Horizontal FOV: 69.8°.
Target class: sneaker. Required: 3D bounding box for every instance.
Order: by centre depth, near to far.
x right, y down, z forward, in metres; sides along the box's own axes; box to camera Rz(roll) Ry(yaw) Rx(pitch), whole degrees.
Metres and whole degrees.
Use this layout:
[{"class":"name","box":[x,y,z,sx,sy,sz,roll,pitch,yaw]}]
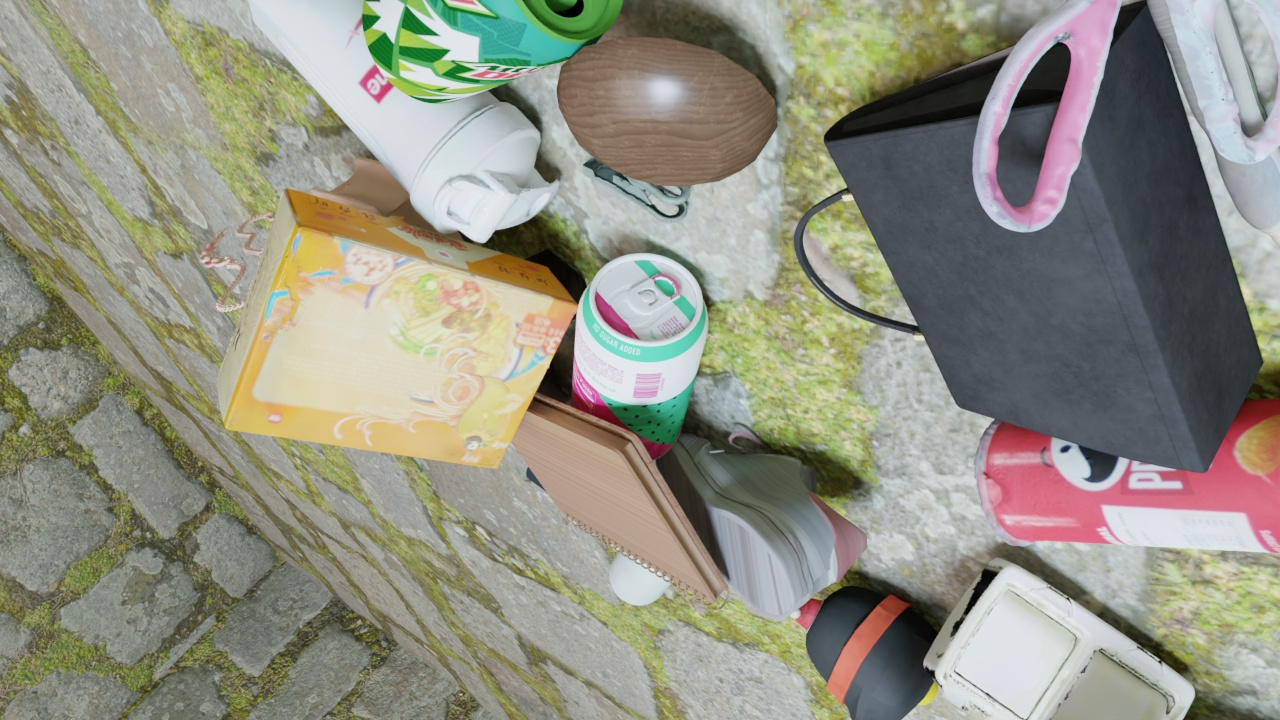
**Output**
[{"class":"sneaker","box":[0.087,0.107,0.701,0.236,0.089,0.099,-142,40,-61]}]

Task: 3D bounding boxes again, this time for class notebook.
[{"class":"notebook","box":[-0.034,0.097,0.703,0.211,0.022,0.169,17,144,52]}]

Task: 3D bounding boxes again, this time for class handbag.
[{"class":"handbag","box":[0.151,-0.046,0.435,0.196,0.072,0.176,3,133,54]},{"class":"handbag","box":[-0.237,-0.068,0.732,0.199,0.186,0.117,24,149,50]}]

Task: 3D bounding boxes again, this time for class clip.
[{"class":"clip","box":[-0.002,-0.112,0.569,0.076,0.023,0.048,34,152,17]}]

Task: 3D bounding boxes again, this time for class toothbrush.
[{"class":"toothbrush","box":[0.229,-0.075,0.342,0.185,0.024,0.022,53,-172,-20]}]

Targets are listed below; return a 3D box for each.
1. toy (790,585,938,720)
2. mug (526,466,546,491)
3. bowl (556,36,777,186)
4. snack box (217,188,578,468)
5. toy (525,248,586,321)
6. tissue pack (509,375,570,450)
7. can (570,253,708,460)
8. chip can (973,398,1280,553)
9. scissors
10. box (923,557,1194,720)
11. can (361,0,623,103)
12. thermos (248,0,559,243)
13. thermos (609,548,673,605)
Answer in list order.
[{"class":"toy","box":[0.181,0.230,0.738,0.119,0.097,0.100,34,134,30]},{"class":"mug","box":[-0.051,0.093,0.865,0.077,0.071,0.105,35,128,12]},{"class":"bowl","box":[0.011,-0.120,0.477,0.118,0.030,0.118,10,164,3]},{"class":"snack box","box":[-0.164,-0.018,0.623,0.195,0.145,0.080,14,-156,-36]},{"class":"toy","box":[-0.081,-0.039,0.724,0.076,0.062,0.100,7,135,-11]},{"class":"tissue pack","box":[-0.146,-0.003,0.822,0.181,0.071,0.103,43,-164,0]},{"class":"can","box":[-0.004,0.004,0.657,0.088,0.088,0.166,33,150,15]},{"class":"chip can","box":[0.272,0.051,0.409,0.073,0.073,0.234,52,149,-18]},{"class":"scissors","box":[0.170,-0.122,0.293,0.014,0.158,0.173,-132,50,-66]},{"class":"box","box":[0.238,0.239,0.552,0.143,0.194,0.101,33,177,6]},{"class":"can","box":[-0.082,-0.192,0.492,0.144,0.082,0.083,2,133,49]},{"class":"thermos","box":[-0.158,-0.172,0.603,0.220,0.099,0.100,44,151,4]},{"class":"thermos","box":[0.020,0.178,0.887,0.068,0.067,0.231,37,150,9]}]
